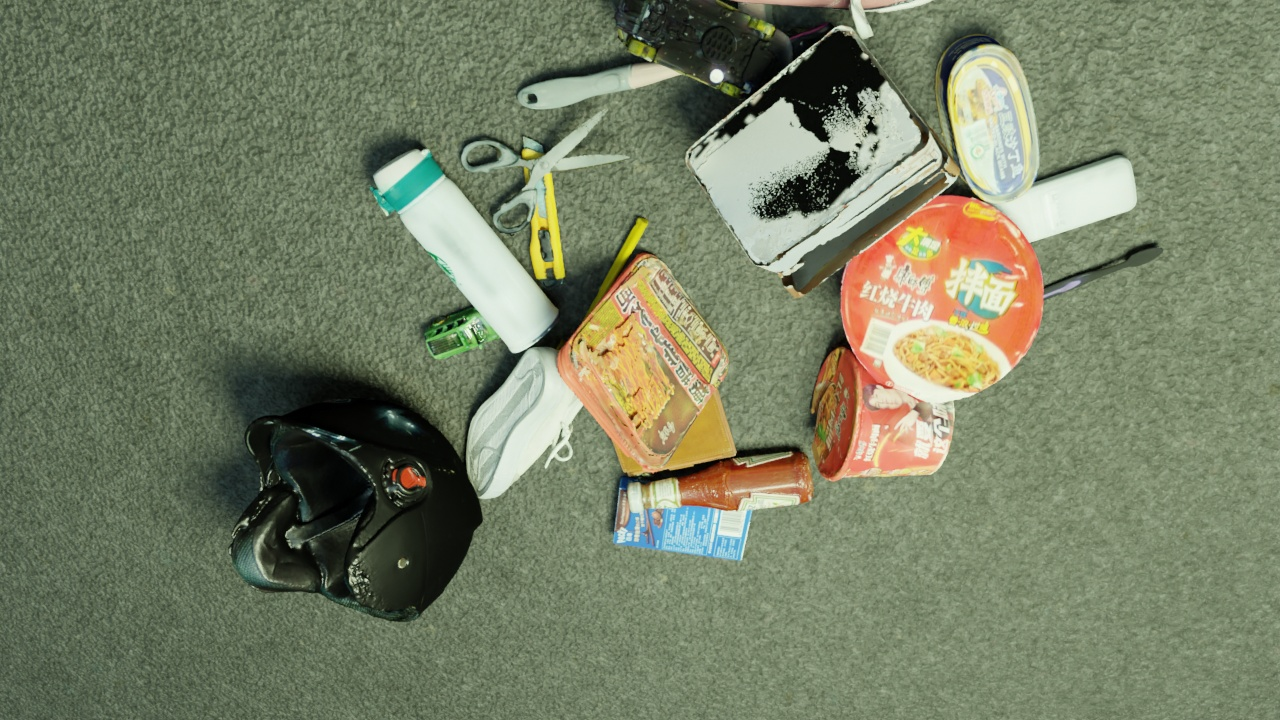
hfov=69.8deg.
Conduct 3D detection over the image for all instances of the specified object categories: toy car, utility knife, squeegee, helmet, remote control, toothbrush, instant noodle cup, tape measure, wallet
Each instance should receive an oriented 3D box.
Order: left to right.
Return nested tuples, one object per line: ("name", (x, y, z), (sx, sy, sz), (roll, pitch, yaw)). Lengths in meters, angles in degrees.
("helmet", (-0.300, 0.152, 0.994), (0.234, 0.229, 0.275), (-4, 115, 36))
("toy car", (-0.189, -0.030, 0.989), (0.091, 0.036, 0.043), (-21, 113, 12))
("utility knife", (-0.101, -0.145, 0.927), (0.033, 0.015, 0.165), (-3, 118, 5))
("toothbrush", (-0.044, -0.071, 0.963), (0.016, 0.015, 0.190), (31, 117, -4))
("instant noodle cup", (-0.006, 0.005, 0.928), (0.079, 0.188, 0.164), (-16, 119, 46))
("squeegee", (0.003, -0.263, 0.840), (0.250, 0.040, 0.248), (-9, 118, 11))
("wallet", (0.033, 0.082, 1.028), (0.131, 0.035, 0.119), (-12, 117, 14))
("toy car", (0.054, -0.274, 0.786), (0.158, 0.042, 0.070), (24, 108, -4))
("tape measure", (0.147, -0.274, 0.807), (0.057, 0.058, 0.039), (-32, 112, -26))
("instant noodle cup", (0.249, 0.059, 0.943), (0.108, 0.137, 0.138), (6, 119, -7))
("instant noodle cup", (0.280, -0.060, 0.885), (0.194, 0.066, 0.194), (0, 97, -3))
("remote control", (0.397, -0.149, 0.873), (0.136, 0.020, 0.056), (-18, 116, 15))
("toothbrush", (0.422, -0.074, 0.919), (0.189, 0.016, 0.014), (-23, 103, 20))

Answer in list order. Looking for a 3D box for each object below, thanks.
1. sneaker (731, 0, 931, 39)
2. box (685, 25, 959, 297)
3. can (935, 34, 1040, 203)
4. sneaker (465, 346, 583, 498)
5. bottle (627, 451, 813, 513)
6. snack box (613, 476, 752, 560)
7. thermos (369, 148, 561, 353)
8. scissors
("sneaker", (0.167, -0.326, 0.750), (0.241, 0.087, 0.118), (-3, 120, -4))
("box", (0.175, -0.162, 0.817), (0.183, 0.180, 0.153), (-36, 76, 20))
("can", (0.313, -0.216, 0.828), (0.075, 0.049, 0.148), (-17, 116, 14))
("sneaker", (-0.118, 0.069, 1.017), (0.090, 0.089, 0.243), (0, 143, -36))
("bottle", (0.089, 0.143, 1.033), (0.206, 0.059, 0.060), (-8, 118, 4))
("snack box", (0.049, 0.188, 1.090), (0.157, 0.026, 0.085), (8, 119, 1))
("thermos", (-0.176, -0.110, 0.923), (0.073, 0.073, 0.224), (-31, 110, 20))
("scissors", (-0.098, -0.185, 0.885), (0.175, 0.014, 0.160), (24, 124, 8))
